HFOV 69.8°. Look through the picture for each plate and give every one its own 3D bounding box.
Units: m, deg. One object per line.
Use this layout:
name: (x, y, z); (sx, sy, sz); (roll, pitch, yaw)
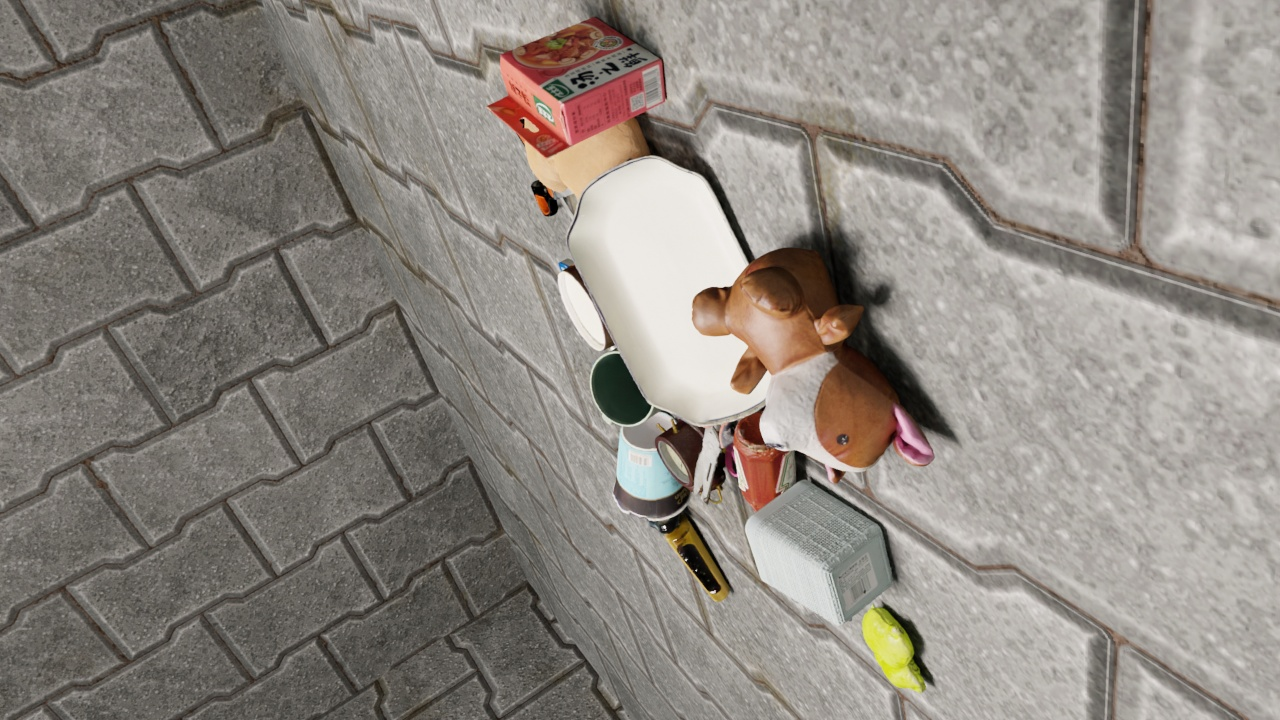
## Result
plate: (0.038, -0.064, 0.869); (0.162, 0.034, 0.266); (-21, 103, 29)

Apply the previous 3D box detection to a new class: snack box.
snack box: (-0.061, -0.245, 0.812); (0.113, 0.127, 0.044); (45, 156, 37)

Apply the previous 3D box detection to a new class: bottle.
bottle: (0.136, 0.139, 0.976); (0.060, 0.059, 0.206); (44, 156, 41)

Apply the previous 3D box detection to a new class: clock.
clock: (0.067, 0.123, 1.134); (0.122, 0.055, 0.082); (59, 160, -1)

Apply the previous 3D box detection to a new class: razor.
razor: (0.075, 0.284, 1.358); (0.167, 0.062, 0.067); (56, -169, -2)

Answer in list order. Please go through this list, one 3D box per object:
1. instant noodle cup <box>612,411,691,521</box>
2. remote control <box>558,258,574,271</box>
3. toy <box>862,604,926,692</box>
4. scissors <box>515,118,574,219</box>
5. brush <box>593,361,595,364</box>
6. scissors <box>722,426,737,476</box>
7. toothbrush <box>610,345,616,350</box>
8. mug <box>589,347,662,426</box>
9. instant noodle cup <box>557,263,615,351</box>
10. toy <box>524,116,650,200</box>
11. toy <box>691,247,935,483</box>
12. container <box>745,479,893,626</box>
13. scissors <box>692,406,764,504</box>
instant noodle cup: (0.015, 0.134, 1.229); (0.111, 0.111, 0.121); (43, 147, 42)
remote control: (-0.072, -0.074, 1.195); (0.049, 0.024, 0.125); (34, 148, 51)
toy: (0.257, 0.296, 0.942); (0.100, 0.031, 0.097); (58, 163, 4)
scissors: (-0.107, -0.214, 1.104); (0.221, 0.021, 0.228); (63, 169, 8)
brush: (-0.007, 0.007, 1.154); (0.083, 0.045, 0.255); (59, 156, -10)
scissors: (0.095, 0.076, 1.060); (0.134, 0.017, 0.133); (40, 149, 46)
toothbrush: (-0.017, -0.032, 1.160); (0.015, 0.018, 0.181); (53, 165, 3)
mug: (0.002, 0.024, 0.995); (0.082, 0.106, 0.112); (43, 126, 13)
instant noodle cup: (-0.015, -0.076, 0.962); (0.118, 0.114, 0.119); (51, 159, 27)
toy: (-0.036, -0.196, 0.907); (0.226, 0.082, 0.144); (41, 152, 31)
toy: (0.132, 0.012, 0.723); (0.199, 0.130, 0.140); (53, 157, -9)
container: (0.178, 0.189, 0.901); (0.111, 0.090, 0.090); (25, 141, 55)
scissors: (0.092, 0.089, 1.017); (0.199, 0.015, 0.205); (-1, 110, 55)
